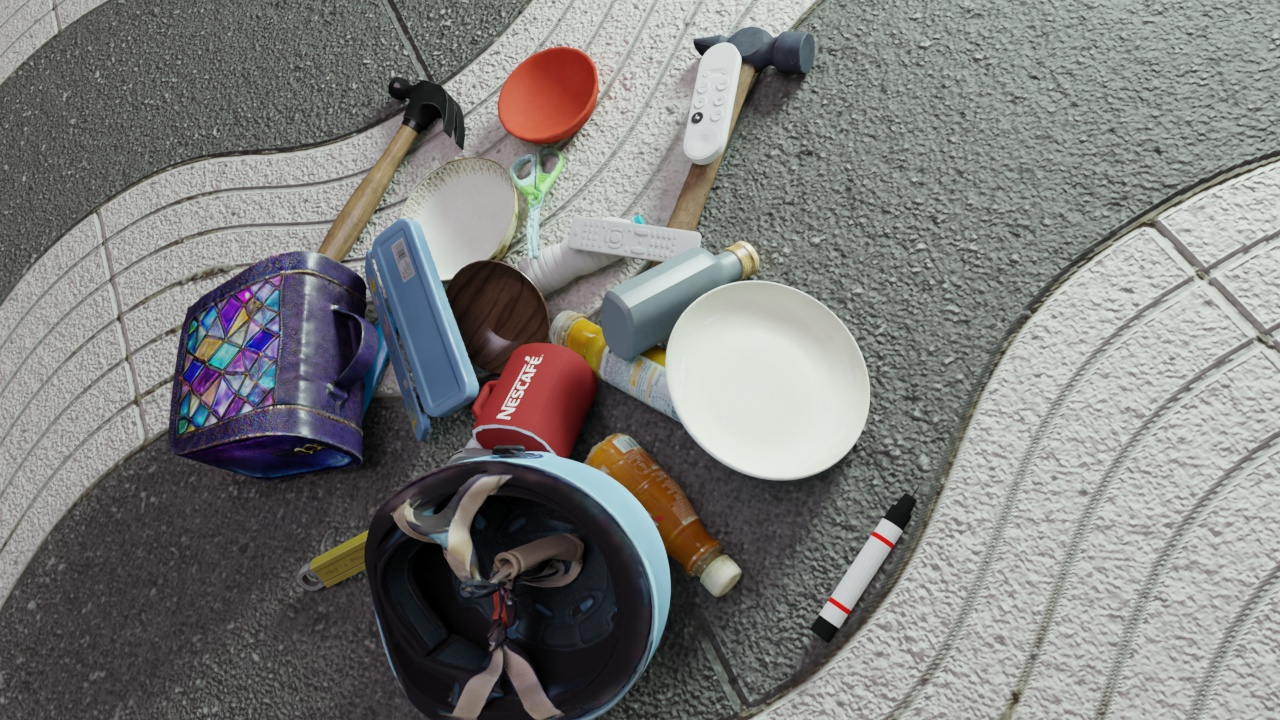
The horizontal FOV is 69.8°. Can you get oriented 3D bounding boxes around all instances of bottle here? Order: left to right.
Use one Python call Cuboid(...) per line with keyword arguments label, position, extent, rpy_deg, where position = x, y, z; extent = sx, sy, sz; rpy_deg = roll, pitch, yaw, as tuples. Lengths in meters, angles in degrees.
Cuboid(label="bottle", position=(-0.057, -0.110, 0.934), extent=(0.136, 0.044, 0.044), rpy_deg=(-25, 63, 11))
Cuboid(label="bottle", position=(-0.005, 0.005, 0.863), extent=(0.186, 0.053, 0.053), rpy_deg=(27, 81, 28))
Cuboid(label="bottle", position=(0.020, 0.136, 0.801), extent=(0.059, 0.059, 0.167), rpy_deg=(-47, 64, -1))
Cuboid(label="bottle", position=(0.040, -0.064, 0.841), extent=(0.161, 0.072, 0.046), rpy_deg=(-29, 55, -26))

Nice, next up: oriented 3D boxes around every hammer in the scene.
Cuboid(label="hammer", position=(-0.315, -0.191, 1.074), extent=(0.132, 0.040, 0.305), rpy_deg=(25, 81, 31))
Cuboid(label="hammer", position=(0.064, -0.195, 0.927), extent=(0.129, 0.040, 0.321), rpy_deg=(15, 77, 30))

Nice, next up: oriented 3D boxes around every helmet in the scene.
Cuboid(label="helmet", position=(-0.086, 0.174, 0.752), extent=(0.266, 0.166, 0.225), rpy_deg=(-9, 95, 29))

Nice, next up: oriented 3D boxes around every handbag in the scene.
Cuboid(label="handbag", position=(-0.363, 0.011, 0.950), extent=(0.222, 0.125, 0.204), rpy_deg=(-18, 62, 23))

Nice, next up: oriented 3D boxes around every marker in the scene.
Cuboid(label="marker", position=(0.186, 0.163, 0.747), extent=(0.019, 0.019, 0.145), rpy_deg=(32, 84, 28))

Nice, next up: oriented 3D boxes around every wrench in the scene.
Cuboid(label="wrench", position=(-0.230, 0.160, 0.879), extent=(0.274, 0.083, 0.018), rpy_deg=(-27, 23, 19))

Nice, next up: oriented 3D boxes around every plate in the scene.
Cuboid(label="plate", position=(0.107, 0.019, 0.793), extent=(0.182, 0.034, 0.182), rpy_deg=(5, 67, -11))

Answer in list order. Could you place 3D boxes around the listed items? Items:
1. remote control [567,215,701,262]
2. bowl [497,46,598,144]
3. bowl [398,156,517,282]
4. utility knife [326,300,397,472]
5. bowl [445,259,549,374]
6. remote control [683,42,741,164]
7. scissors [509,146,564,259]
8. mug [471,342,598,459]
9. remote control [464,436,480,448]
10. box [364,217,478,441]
Cuboid(label="remote control", position=(-0.006, -0.116, 0.890), extent=(0.131, 0.012, 0.033), rpy_deg=(10, 86, 15))
Cuboid(label="bowl", position=(-0.098, -0.289, 1.024), extent=(0.122, 0.035, 0.121), rpy_deg=(-8, 67, 19))
Cuboid(label="bowl", position=(-0.184, -0.139, 0.984), extent=(0.145, 0.063, 0.145), rpy_deg=(-8, 67, 18))
Cuboid(label="utility knife", position=(-0.299, 0.028, 0.991), extent=(0.031, 0.015, 0.197), rpy_deg=(12, 75, 28))
Cuboid(label="bowl", position=(-0.139, -0.047, 0.928), extent=(0.119, 0.032, 0.119), rpy_deg=(8, 112, 20))
Cuboid(label="remote control", position=(0.072, -0.258, 0.920), extent=(0.043, 0.013, 0.136), rpy_deg=(1, 71, 30))
Cuboid(label="scissors", position=(-0.111, -0.168, 0.970), extent=(0.065, 0.033, 0.173), rpy_deg=(-10, 54, 10))
Cuboid(label="mug", position=(-0.110, 0.046, 0.860), extent=(0.117, 0.080, 0.096), rpy_deg=(-1, 49, 31))
Cuboid(label="remote control", position=(-0.118, 0.119, 0.879), extent=(0.138, 0.025, 0.060), rpy_deg=(18, 77, 24))
Cuboid(label="box", position=(-0.235, -0.030, 0.928), extent=(0.127, 0.039, 0.209), rpy_deg=(-36, 69, 40))
